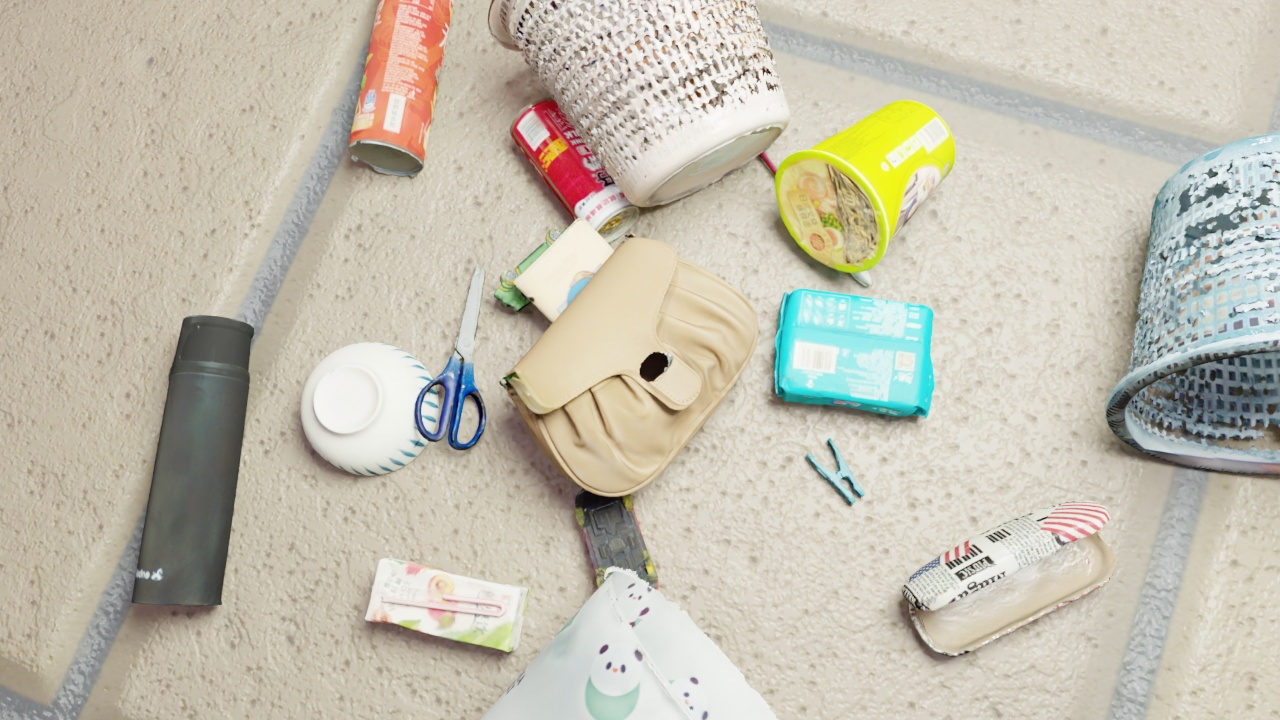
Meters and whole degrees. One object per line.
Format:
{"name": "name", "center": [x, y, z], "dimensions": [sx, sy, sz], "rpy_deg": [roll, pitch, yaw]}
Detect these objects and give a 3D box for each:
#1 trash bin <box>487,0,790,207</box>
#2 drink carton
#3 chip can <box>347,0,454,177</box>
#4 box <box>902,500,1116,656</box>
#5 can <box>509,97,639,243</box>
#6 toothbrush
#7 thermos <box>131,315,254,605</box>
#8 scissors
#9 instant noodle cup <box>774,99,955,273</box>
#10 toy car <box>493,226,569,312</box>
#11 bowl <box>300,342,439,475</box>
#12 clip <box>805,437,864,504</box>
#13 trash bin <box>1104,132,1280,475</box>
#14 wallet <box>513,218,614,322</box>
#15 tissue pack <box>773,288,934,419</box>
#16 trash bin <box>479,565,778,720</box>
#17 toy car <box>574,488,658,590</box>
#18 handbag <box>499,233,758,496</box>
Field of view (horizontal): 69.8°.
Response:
{"name": "trash bin", "center": [0.017, -0.244, 0.758], "dimensions": [0.227, 0.227, 0.192], "rpy_deg": [-27, 88, -1]}
{"name": "drink carton", "center": [-0.156, 0.199, 0.748], "dimensions": [0.122, 0.045, 0.053], "rpy_deg": [10, 77, 8]}
{"name": "chip can", "center": [-0.216, -0.284, 0.851], "dimensions": [0.073, 0.073, 0.216], "rpy_deg": [5, 78, 7]}
{"name": "box", "center": [0.278, 0.156, 0.690], "dimensions": [0.163, 0.088, 0.076], "rpy_deg": [-25, 58, 2]}
{"name": "can", "center": [-0.059, -0.168, 0.817], "dimensions": [0.053, 0.053, 0.132], "rpy_deg": [-36, 76, -3]}
{"name": "toothbrush", "center": [0.147, -0.140, 0.809], "dimensions": [0.017, 0.016, 0.187], "rpy_deg": [-32, 75, -12]}
{"name": "thermos", "center": [-0.387, 0.086, 0.795], "dimensions": [0.090, 0.068, 0.242], "rpy_deg": [-10, 72, 37]}
{"name": "scissors", "center": [-0.146, -0.003, 0.806], "dimensions": [0.108, 0.012, 0.174], "rpy_deg": [44, 55, -20]}
{"name": "instant noodle cup", "center": [0.192, -0.151, 0.756], "dimensions": [0.123, 0.112, 0.111], "rpy_deg": [-39, 75, -25]}
{"name": "toy car", "center": [-0.089, -0.081, 0.805], "dimensions": [0.036, 0.043, 0.091], "rpy_deg": [45, 93, -1]}
{"name": "bowl", "center": [-0.238, 0.037, 0.783], "dimensions": [0.116, 0.066, 0.116], "rpy_deg": [-1, 77, 6]}
{"name": "clip", "center": [0.162, 0.093, 0.754], "dimensions": [0.039, 0.014, 0.056], "rpy_deg": [-34, 74, -2]}
{"name": "trash bin", "center": [0.463, -0.045, 0.666], "dimensions": [0.227, 0.227, 0.194], "rpy_deg": [9, 65, 8]}
{"name": "wallet", "center": [-0.039, -0.056, 0.785], "dimensions": [0.087, 0.024, 0.115], "rpy_deg": [-45, 102, -6]}
{"name": "tissue pack", "center": [0.177, -0.006, 0.756], "dimensions": [0.133, 0.050, 0.093], "rpy_deg": [8, 76, 8]}
{"name": "trash bin", "center": [-0.033, 0.312, 0.628], "dimensions": [0.252, 0.229, 0.229], "rpy_deg": [-44, 76, 1]}
{"name": "toy car", "center": [-0.020, 0.148, 0.751], "dimensions": [0.049, 0.031, 0.106], "rpy_deg": [-20, 63, -3]}
{"name": "handbag", "center": [-0.004, 0.004, 0.733], "dimensions": [0.148, 0.100, 0.204], "rpy_deg": [41, 78, -8]}
